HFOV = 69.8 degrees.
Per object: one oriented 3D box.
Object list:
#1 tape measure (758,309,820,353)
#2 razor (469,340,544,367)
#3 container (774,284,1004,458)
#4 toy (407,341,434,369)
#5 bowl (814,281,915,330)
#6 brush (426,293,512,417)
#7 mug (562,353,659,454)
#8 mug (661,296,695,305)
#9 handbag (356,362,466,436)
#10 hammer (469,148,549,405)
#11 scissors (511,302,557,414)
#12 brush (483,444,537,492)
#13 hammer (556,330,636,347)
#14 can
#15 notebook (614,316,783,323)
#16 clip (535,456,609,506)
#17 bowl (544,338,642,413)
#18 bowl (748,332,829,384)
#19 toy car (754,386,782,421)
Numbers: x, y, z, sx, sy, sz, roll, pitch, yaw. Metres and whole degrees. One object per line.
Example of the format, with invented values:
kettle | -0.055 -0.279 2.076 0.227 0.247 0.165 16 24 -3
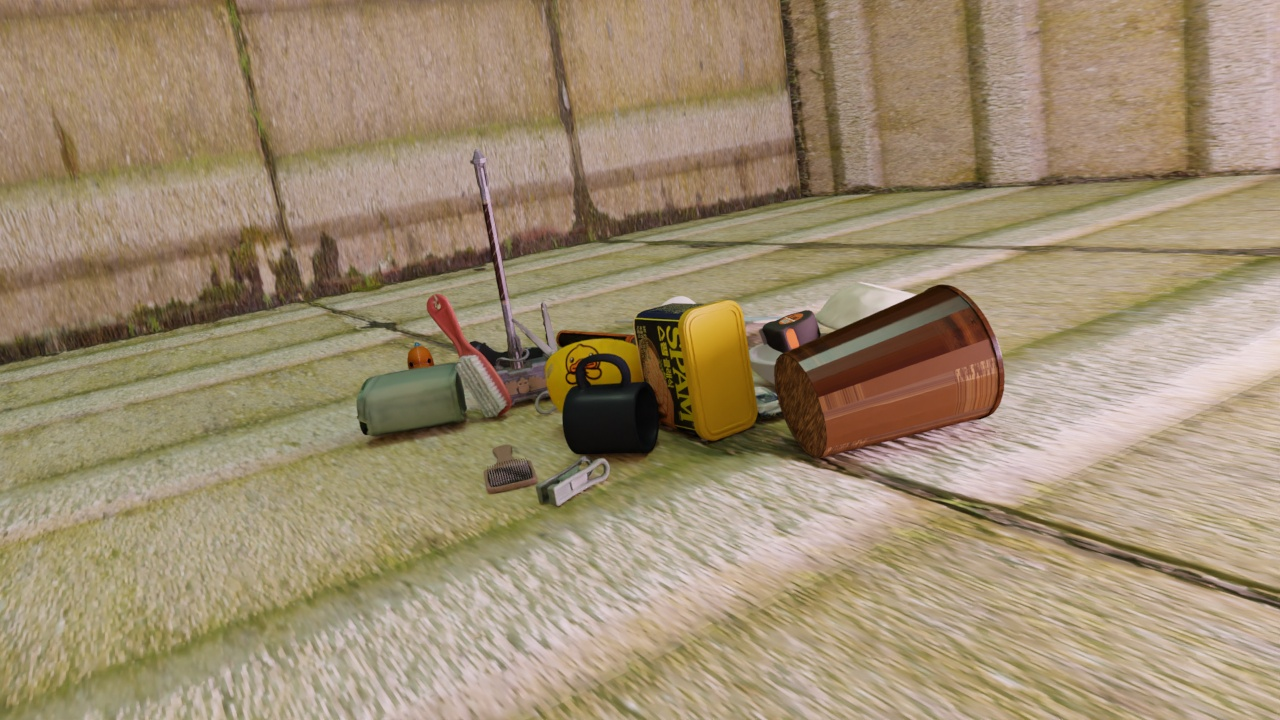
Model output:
tape measure | 0.178 -0.031 1.061 0.058 0.038 0.058 -25 15 -10
razor | -0.193 -0.004 1.323 0.140 0.064 0.053 -8 14 7
container | 0.221 0.017 0.847 0.167 0.132 0.132 -18 15 -12
toy | -0.296 0.013 1.246 0.070 0.090 0.103 -12 34 -11
bowl | 0.301 -0.052 1.081 0.188 0.060 0.219 11 8 -13
brush | -0.216 -0.005 1.129 0.041 0.172 0.030 -31 2 18
mug | -0.032 0.043 0.925 0.078 0.105 0.071 -4 19 21
mug | 0.079 -0.024 1.192 0.110 0.074 0.090 28 10 -45
handbag | -0.281 0.052 1.137 0.122 0.067 0.106 -10 12 -5
hammer | -0.175 -0.101 1.152 0.098 0.322 0.044 -13 14 -16
scissors | -0.090 0.000 1.133 0.158 0.141 0.014 8 -15 -1
brush | -0.138 0.103 0.938 0.050 0.015 0.135 -12 13 -11
hammer | -0.014 -0.029 1.384 0.137 0.035 0.315 -18 15 -39
can | 0.055 0.007 0.964 0.075 0.135 0.104 -17 13 -30
notebook | 0.114 -0.062 1.412 0.254 0.009 0.180 2 4 39
clip | -0.061 0.110 0.845 0.042 0.023 0.075 5 20 39
bowl | -0.046 0.034 1.017 0.117 0.067 0.117 -5 -30 -3
bowl | 0.200 0.005 1.072 0.149 0.043 0.149 -8 13 2
toy car | 0.125 0.043 0.994 0.038 0.027 0.090 -16 14 -19
